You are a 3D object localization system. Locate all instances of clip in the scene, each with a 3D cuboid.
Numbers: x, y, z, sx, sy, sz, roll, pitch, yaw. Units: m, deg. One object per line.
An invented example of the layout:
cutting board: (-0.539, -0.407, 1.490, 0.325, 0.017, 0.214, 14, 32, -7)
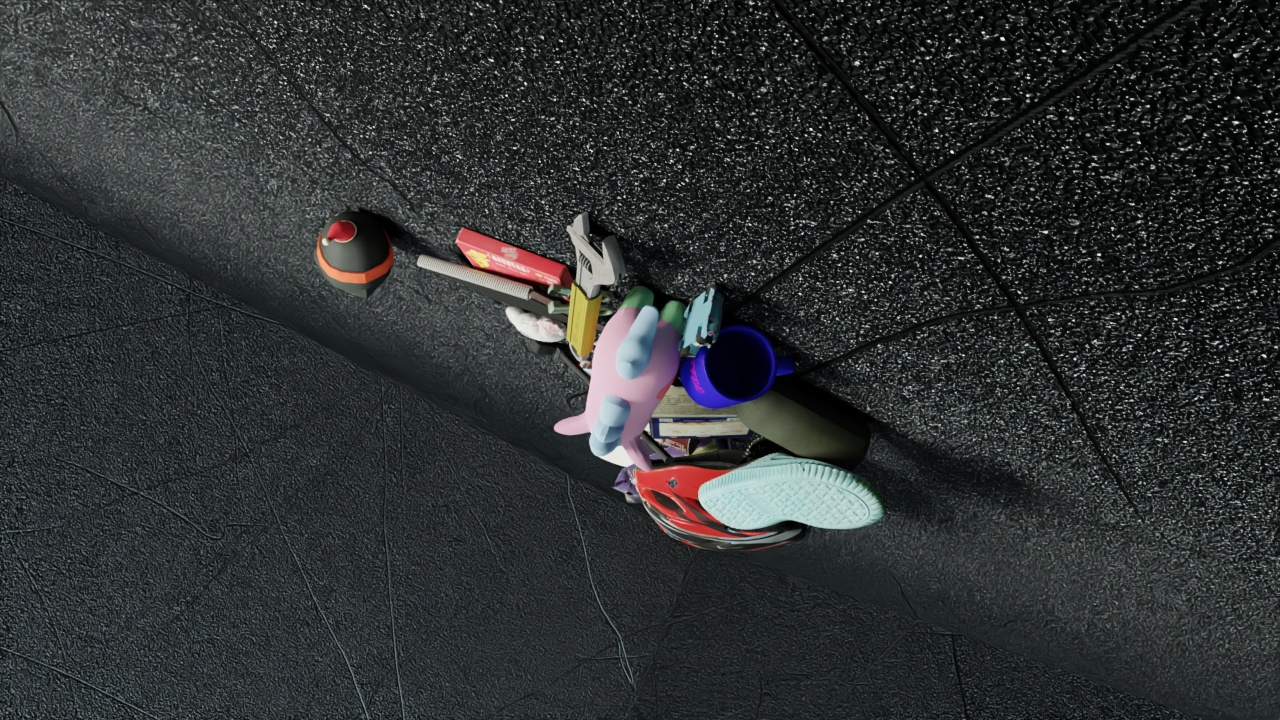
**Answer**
clip: (-0.065, -0.065, 1.019, 0.076, 0.047, 0.023, 3, 164, -21)

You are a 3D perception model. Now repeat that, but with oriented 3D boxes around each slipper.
slipper: (0.173, 0.150, 1.087, 0.116, 0.069, 0.277, 40, 149, -20)

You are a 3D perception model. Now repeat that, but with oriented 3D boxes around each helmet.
helmet: (0.120, 0.184, 1.301, 0.272, 0.167, 0.217, -1, 180, 24)

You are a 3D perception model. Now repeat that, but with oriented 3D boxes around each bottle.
bottle: (0.164, 0.059, 1.053, 0.206, 0.071, 0.071, 28, 167, -16)

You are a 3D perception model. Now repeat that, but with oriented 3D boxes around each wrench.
wrench: (-0.053, -0.061, 0.934, 0.083, 0.018, 0.274, 53, 160, 18)

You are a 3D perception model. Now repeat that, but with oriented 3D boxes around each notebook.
notebook: (-0.159, -0.081, 1.132, 0.207, 0.016, 0.149, 18, 176, 38)

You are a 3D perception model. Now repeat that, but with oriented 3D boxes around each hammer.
hammer: (-0.039, 0.049, 1.197, 0.094, 0.015, 0.325, 9, -160, -35)

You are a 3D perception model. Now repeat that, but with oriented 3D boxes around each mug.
mug: (0.107, 0.007, 0.966, 0.111, 0.079, 0.084, -2, 173, -14)

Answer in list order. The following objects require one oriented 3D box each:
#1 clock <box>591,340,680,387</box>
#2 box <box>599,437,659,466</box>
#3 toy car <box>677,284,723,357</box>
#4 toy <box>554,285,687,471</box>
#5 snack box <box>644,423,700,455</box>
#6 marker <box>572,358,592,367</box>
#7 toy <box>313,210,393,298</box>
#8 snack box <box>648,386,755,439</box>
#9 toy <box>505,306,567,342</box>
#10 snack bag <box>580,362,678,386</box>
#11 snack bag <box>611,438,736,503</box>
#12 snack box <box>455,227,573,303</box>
clock: (-0.007, 0.007, 1.208, 0.137, 0.048, 0.096, 22, 167, 4)
box: (0.005, 0.126, 1.562, 0.103, 0.110, 0.130, 14, -177, 37)
toy car: (0.065, -0.036, 0.888, 0.027, 0.060, 0.108, 15, 168, -10)
toy: (-0.013, 0.020, 0.993, 0.120, 0.171, 0.222, 24, 167, 4)
snack box: (0.034, 0.095, 1.430, 0.121, 0.072, 0.072, 19, 166, 19)
marker: (-0.058, 0.019, 1.409, 0.146, 0.019, 0.019, 20, 167, 17)
toy: (-0.363, -0.144, 1.166, 0.097, 0.099, 0.119, -14, 151, -21)
snack box: (0.082, 0.069, 1.187, 0.144, 0.042, 0.145, -1, 165, 1)
toy: (-0.137, -0.046, 1.252, 0.076, 0.037, 0.125, 22, 177, -28)
snack bag: (-0.014, 0.028, 1.333, 0.155, 0.018, 0.074, 1, 148, 49)
snack bag: (0.060, 0.176, 1.486, 0.096, 0.205, 0.058, 53, -168, -69)
snack box: (-0.139, -0.106, 1.057, 0.133, 0.021, 0.089, 21, 167, 13)
